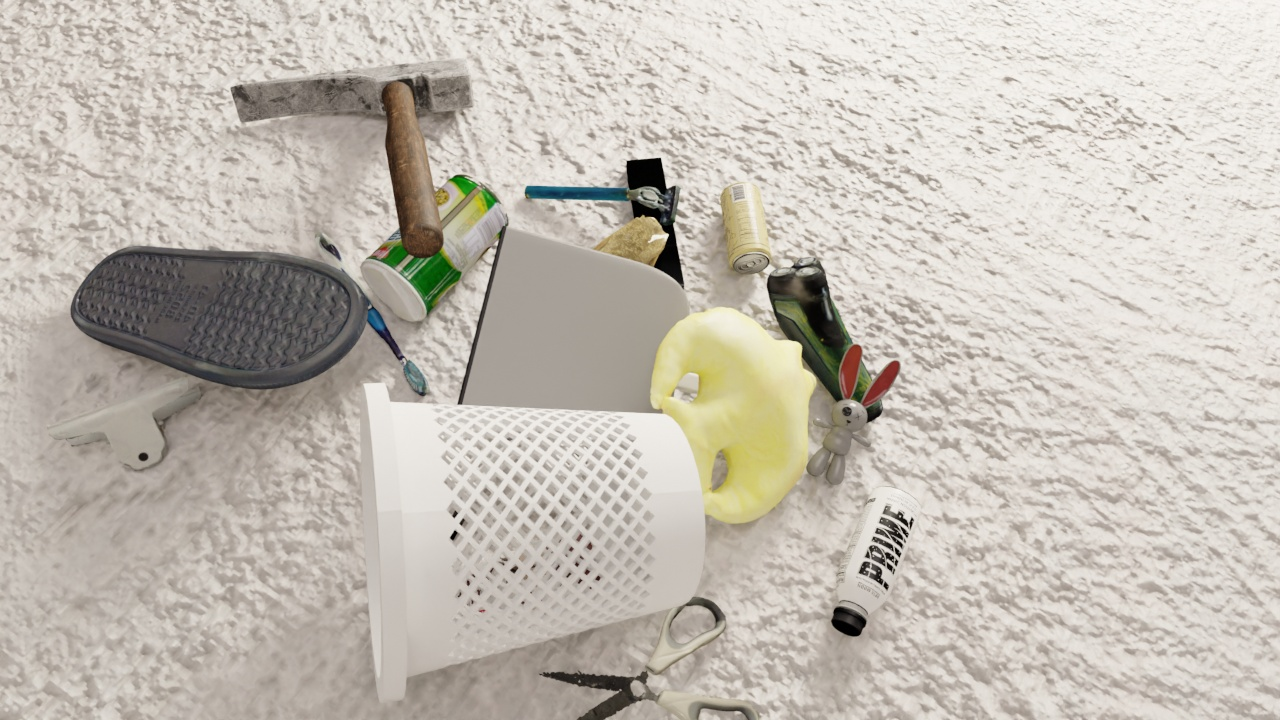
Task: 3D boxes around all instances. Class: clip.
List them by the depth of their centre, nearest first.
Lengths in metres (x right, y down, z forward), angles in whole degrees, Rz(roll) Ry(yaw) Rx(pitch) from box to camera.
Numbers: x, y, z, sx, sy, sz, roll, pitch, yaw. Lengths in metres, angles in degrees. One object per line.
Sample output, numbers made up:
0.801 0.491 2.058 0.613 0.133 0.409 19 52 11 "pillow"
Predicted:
-0.387 0.050 0.699 0.102 0.058 0.052 -23 41 -16 "clip"

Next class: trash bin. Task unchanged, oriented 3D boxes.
-0.075 0.107 0.606 0.199 0.196 0.195 -3 61 -19 "trash bin"

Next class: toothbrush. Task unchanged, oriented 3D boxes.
-0.229 -0.043 0.774 0.016 0.017 0.189 -31 69 -20 "toothbrush"

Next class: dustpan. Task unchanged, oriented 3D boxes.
-0.004 0.004 0.738 0.257 0.033 0.163 14 78 -9 "dustpan"

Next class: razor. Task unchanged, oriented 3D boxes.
0.159 -0.018 0.775 0.054 0.067 0.151 -23 74 -13 "razor"
-0.037 -0.151 0.841 0.144 0.022 0.042 6 61 7 "razor"

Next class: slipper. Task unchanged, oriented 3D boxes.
-0.327 -0.025 0.727 0.268 0.083 0.110 10 64 20 "slipper"

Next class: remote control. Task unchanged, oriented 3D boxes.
0.012 -0.125 0.847 0.034 0.013 0.149 -6 62 -5 "remote control"

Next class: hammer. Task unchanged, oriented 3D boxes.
-0.237 -0.173 0.777 0.217 0.037 0.300 -10 42 -11 "hammer"

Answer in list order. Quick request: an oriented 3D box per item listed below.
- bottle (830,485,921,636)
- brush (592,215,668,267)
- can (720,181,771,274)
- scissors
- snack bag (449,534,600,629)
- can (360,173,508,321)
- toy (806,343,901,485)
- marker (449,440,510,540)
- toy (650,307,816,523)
0.175 0.153 0.694 0.041 0.041 0.115 27 62 9 "bottle"
-0.041 -0.051 0.771 0.059 0.043 0.195 42 70 -9 "brush"
0.096 -0.121 0.839 0.038 0.038 0.079 -1 61 -7 "can"
0.017 0.222 0.628 0.166 0.013 0.157 39 44 -1 "scissors"
-0.109 0.167 0.672 0.157 0.013 0.057 -10 61 -11 "snack bag"
-0.174 -0.096 0.781 0.067 0.067 0.120 31 62 11 "can"
0.168 0.045 0.740 0.049 0.030 0.111 23 90 7 "toy"
-0.121 0.089 0.716 0.011 0.011 0.151 25 61 8 "marker"
0.079 0.038 0.708 0.154 0.065 0.170 -33 104 -34 "toy"
